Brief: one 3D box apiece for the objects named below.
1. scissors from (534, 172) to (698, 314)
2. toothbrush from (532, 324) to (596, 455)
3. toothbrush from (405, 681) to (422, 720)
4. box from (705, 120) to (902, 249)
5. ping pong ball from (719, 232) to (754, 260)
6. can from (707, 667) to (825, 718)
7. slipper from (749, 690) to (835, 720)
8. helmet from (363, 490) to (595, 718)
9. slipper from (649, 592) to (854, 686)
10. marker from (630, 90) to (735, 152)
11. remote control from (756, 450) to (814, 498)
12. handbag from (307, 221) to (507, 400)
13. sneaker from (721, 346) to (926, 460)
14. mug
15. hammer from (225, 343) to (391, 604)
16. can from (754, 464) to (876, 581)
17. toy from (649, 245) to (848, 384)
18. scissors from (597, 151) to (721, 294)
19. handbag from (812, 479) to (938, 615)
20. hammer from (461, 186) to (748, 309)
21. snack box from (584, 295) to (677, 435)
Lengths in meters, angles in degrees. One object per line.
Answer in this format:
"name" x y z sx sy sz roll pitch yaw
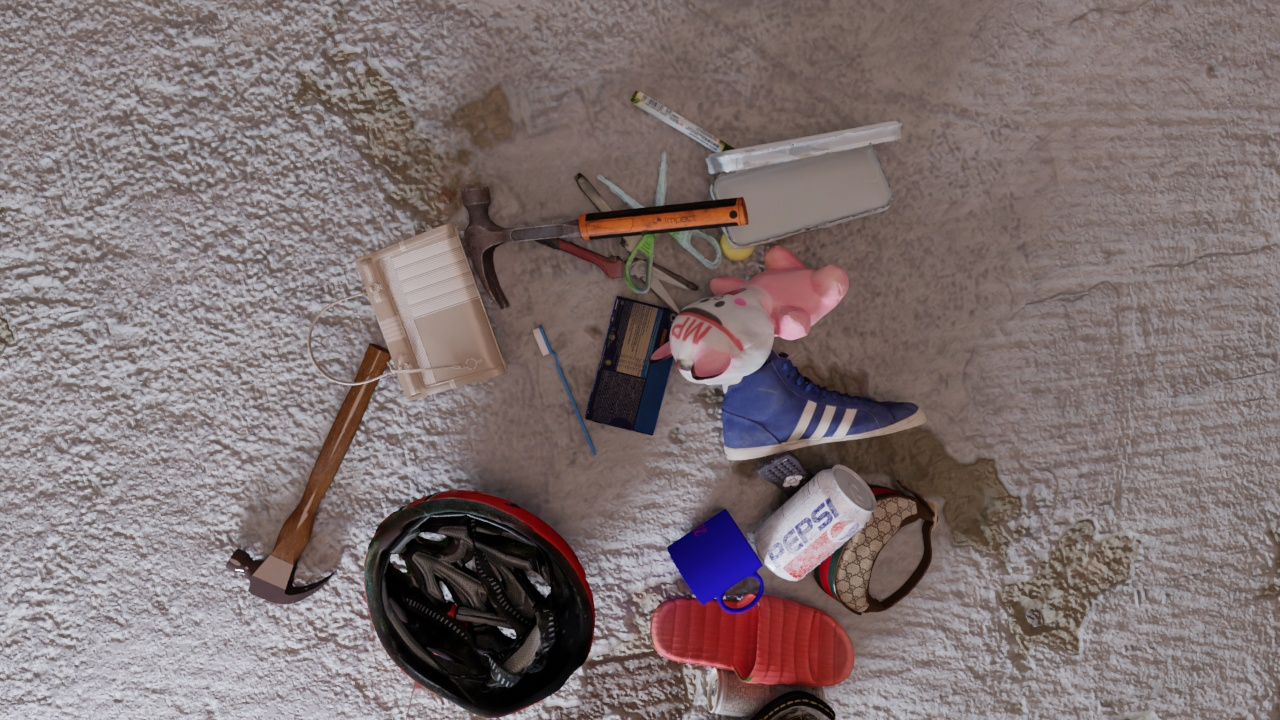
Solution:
"scissors" -0.031 -0.129 1.047 0.187 0.015 0.179 -10 90 -1
"toothbrush" -0.088 0.037 1.074 0.014 0.016 0.166 -22 99 -1
"toothbrush" -0.258 0.404 1.026 0.010 0.181 0.010 13 101 -9
"box" 0.187 -0.189 1.023 0.215 0.106 0.125 -11 105 -8
"ping pong ball" 0.111 -0.134 1.054 0.040 0.040 0.040 -1 97 -4
"can" 0.153 0.411 1.121 0.135 0.054 0.054 9 96 -5
"slipper" 0.121 0.486 1.088 0.113 0.075 0.268 40 113 -19
"helmet" -0.176 0.258 1.020 0.272 0.167 0.217 42 93 -8
"slipper" 0.136 0.330 1.093 0.249 0.059 0.103 10 74 0
"marker" 0.055 -0.264 1.045 0.146 0.017 0.017 30 94 -7
"remote control" 0.181 0.141 1.073 0.046 0.009 0.124 -32 138 17
"handbag" -0.271 -0.039 1.020 0.198 0.062 0.175 -20 98 -6
"sneaker" 0.202 0.033 1.062 0.233 0.091 0.118 -11 96 6
"mug" 0.096 0.244 1.077 0.083 0.079 0.111 -33 80 0
"hammer" -0.365 0.132 1.060 0.115 0.033 0.323 25 94 -5
"can" 0.201 0.188 1.061 0.078 0.078 0.136 37 118 -8
"toy" 0.119 -0.043 1.012 0.212 0.142 0.084 -34 125 -18
"scissors" 0.024 -0.155 1.042 0.167 0.023 0.171 10 82 -3
"handbag" 0.291 0.227 1.112 0.138 0.063 0.166 26 91 -24
"hammer" -0.040 -0.134 1.003 0.315 0.035 0.138 -4 100 14
"snack box" -0.006 0.006 1.070 0.082 0.027 0.150 15 96 -8
